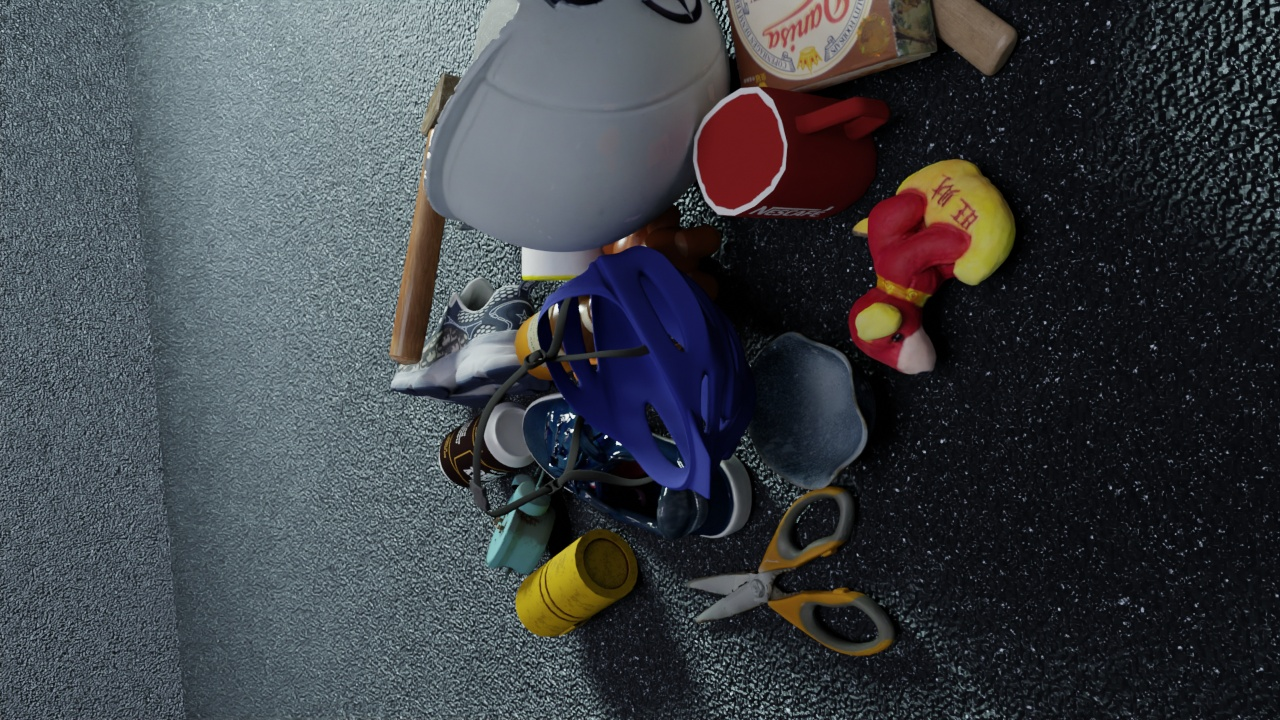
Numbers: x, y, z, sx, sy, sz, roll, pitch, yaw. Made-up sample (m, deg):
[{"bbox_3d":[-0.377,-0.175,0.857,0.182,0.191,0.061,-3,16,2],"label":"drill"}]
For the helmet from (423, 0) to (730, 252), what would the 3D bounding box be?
[{"bbox_3d":[-0.030,-0.178,0.690,0.163,0.263,0.237,33,138,5],"label":"helmet"}]

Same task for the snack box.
[{"bbox_3d":[0.118,-0.259,0.615,0.143,0.041,0.147,3,108,55],"label":"snack box"}]

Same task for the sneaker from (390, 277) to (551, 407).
[{"bbox_3d":[-0.190,-0.024,1.024,0.270,0.103,0.132,-12,71,50],"label":"sneaker"}]

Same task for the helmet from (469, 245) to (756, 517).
[{"bbox_3d":[-0.035,0.018,0.667,0.241,0.227,0.148,49,152,42],"label":"helmet"}]

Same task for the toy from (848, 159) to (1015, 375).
[{"bbox_3d":[0.177,-0.065,0.593,0.105,0.067,0.137,44,118,43],"label":"toy"}]

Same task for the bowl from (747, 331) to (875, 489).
[{"bbox_3d":[0.130,0.034,0.663,0.110,0.055,0.110,9,102,49],"label":"bowl"}]

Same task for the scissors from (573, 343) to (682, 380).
[{"bbox_3d":[0.007,0.013,0.823,0.133,0.084,0.012,-12,52,28],"label":"scissors"}]

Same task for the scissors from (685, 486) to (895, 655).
[{"bbox_3d":[0.107,0.168,0.739,0.226,0.016,0.166,-8,88,52],"label":"scissors"}]

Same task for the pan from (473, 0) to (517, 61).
[{"bbox_3d":[-0.093,-0.315,0.856,0.207,0.040,0.358,66,148,22],"label":"pan"}]

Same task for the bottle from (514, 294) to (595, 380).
[{"bbox_3d":[-0.058,-0.030,0.852,0.157,0.067,0.068,-25,75,58],"label":"bottle"}]

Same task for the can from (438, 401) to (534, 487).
[{"bbox_3d":[-0.167,0.095,1.011,0.129,0.071,0.072,-27,74,48],"label":"can"}]

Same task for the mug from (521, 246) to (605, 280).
[{"bbox_3d":[-0.071,-0.128,0.861,0.083,0.082,0.106,6,98,50],"label":"mug"}]

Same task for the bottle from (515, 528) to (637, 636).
[{"bbox_3d":[-0.075,0.233,0.921,0.164,0.071,0.071,-43,62,44],"label":"bottle"}]

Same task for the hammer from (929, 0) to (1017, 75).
[{"bbox_3d":[0.130,-0.300,0.632,0.331,0.030,0.120,54,144,29],"label":"hammer"}]

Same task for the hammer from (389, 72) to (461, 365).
[{"bbox_3d":[-0.234,-0.143,1.002,0.158,0.037,0.300,179,100,-70],"label":"hammer"}]

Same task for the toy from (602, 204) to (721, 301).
[{"bbox_3d":[0.013,-0.090,0.794,0.128,0.065,0.095,23,107,56],"label":"toy"}]

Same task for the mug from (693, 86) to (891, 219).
[{"bbox_3d":[0.110,-0.147,0.630,0.117,0.096,0.080,-28,73,48],"label":"mug"}]

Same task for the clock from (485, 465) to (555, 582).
[{"bbox_3d":[-0.122,0.166,0.964,0.124,0.053,0.090,-65,13,2],"label":"clock"}]

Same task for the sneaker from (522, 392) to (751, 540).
[{"bbox_3d":[-0.045,0.092,0.828,0.295,0.127,0.121,16,108,50],"label":"sneaker"}]
